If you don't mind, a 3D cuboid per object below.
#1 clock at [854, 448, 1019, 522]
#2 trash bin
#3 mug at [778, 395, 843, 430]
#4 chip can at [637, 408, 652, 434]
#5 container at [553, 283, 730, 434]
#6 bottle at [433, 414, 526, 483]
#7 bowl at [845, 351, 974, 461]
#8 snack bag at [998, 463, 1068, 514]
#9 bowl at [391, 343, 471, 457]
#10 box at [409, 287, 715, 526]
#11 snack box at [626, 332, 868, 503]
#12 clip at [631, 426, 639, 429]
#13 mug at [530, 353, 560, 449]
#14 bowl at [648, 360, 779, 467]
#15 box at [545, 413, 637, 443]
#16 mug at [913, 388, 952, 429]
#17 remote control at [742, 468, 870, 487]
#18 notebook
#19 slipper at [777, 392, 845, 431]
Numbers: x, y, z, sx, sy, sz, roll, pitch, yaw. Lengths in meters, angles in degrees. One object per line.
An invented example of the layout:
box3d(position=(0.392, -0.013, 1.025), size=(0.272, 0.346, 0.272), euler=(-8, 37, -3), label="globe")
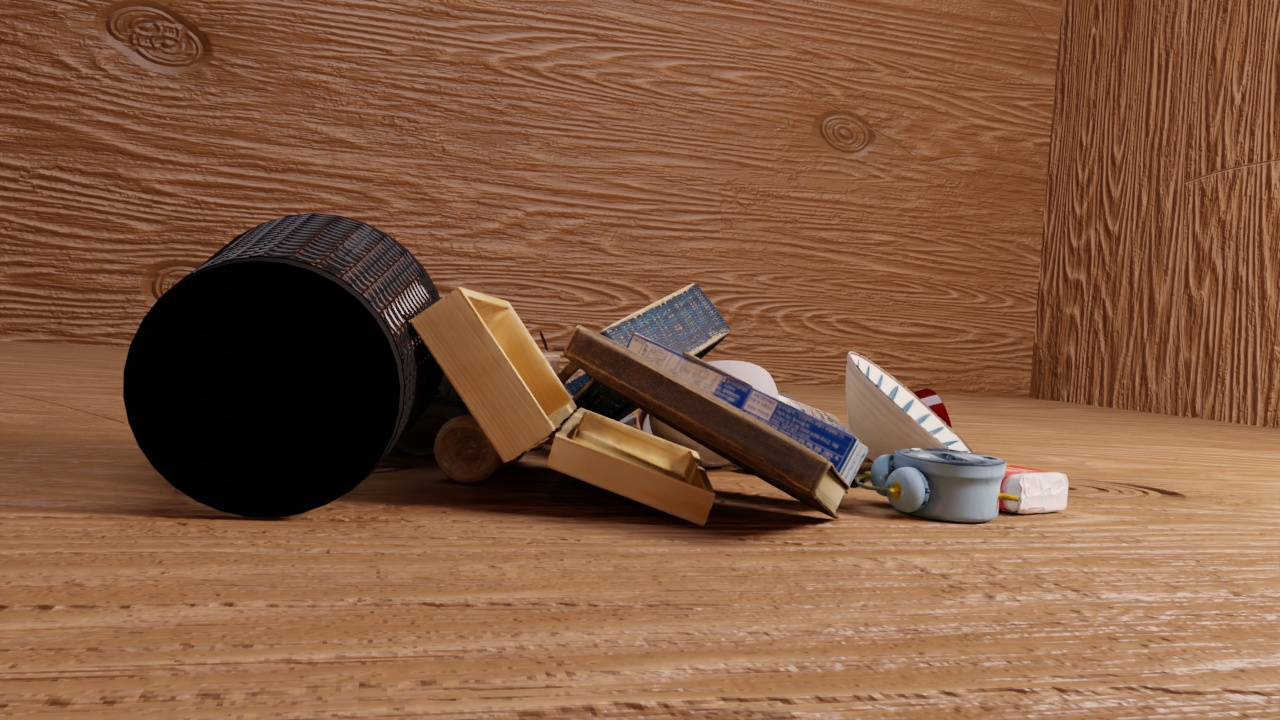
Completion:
box3d(position=(0.242, 0.102, 0.762), size=(0.124, 0.051, 0.089), euler=(3, 3, -2), label="clock")
box3d(position=(-0.254, 0.001, 0.680), size=(0.217, 0.217, 0.243), euler=(4, 8, -12), label="trash bin")
box3d(position=(0.156, 0.088, 1.018), size=(0.097, 0.081, 0.122), euler=(11, -28, -28), label="mug")
box3d(position=(0.030, 0.073, 1.093), size=(0.062, 0.062, 0.210), euler=(4, 2, -1), label="chip can")
box3d(position=(-0.006, 0.006, 0.985), size=(0.146, 0.071, 0.186), euler=(-42, -8, 39), label="container")
box3d(position=(-0.134, 0.072, 0.828), size=(0.056, 0.056, 0.162), euler=(4, 2, 6), label="bottle")
box3d(position=(0.272, 0.073, 0.992), size=(0.177, 0.071, 0.177), euler=(36, 16, -12), label="bowl")
box3d(position=(0.319, 0.112, 0.839), size=(0.077, 0.036, 0.116), euler=(3, 1, -34), label="snack bag")
box3d(position=(-0.205, 0.051, 0.871), size=(0.150, 0.056, 0.151), euler=(-10, -36, -7), label="bowl")
box3d(position=(-0.059, 0.042, 0.760), size=(0.261, 0.096, 0.247), euler=(33, 2, 0), label="box")
box3d(position=(0.082, 0.048, 0.797), size=(0.226, 0.059, 0.059), euler=(26, -3, 25), label="snack box")
box3d(position=(-0.014, 0.094, 1.064), size=(0.022, 0.035, 0.058), euler=(0, -3, -3), label="clip")
box3d(position=(-0.143, 0.042, 1.025), size=(0.085, 0.104, 0.112), euler=(3, 1, -35), label="mug")
box3d(position=(0.076, 0.064, 0.918), size=(0.132, 0.064, 0.132), euler=(-6, -36, -4), label="bowl")
box3d(position=(-0.125, 0.076, 1.135), size=(0.216, 0.043, 0.148), euler=(4, -2, 20), label="box")
box3d(position=(0.317, 0.092, 1.091), size=(0.088, 0.087, 0.114), euler=(-14, 31, -4), label="mug")
box3d(position=(0.164, 0.112, 0.914), size=(0.125, 0.010, 0.039), euler=(5, 2, 27), label="remote control")
box3d(position=(0.045, 0.042, 0.670), size=(0.215, 0.034, 0.190), euler=(29, -3, 23), label="notebook")
box3d(position=(0.186, 0.082, 1.305), size=(0.214, 0.059, 0.103), euler=(20, 17, 25), label="slipper")
